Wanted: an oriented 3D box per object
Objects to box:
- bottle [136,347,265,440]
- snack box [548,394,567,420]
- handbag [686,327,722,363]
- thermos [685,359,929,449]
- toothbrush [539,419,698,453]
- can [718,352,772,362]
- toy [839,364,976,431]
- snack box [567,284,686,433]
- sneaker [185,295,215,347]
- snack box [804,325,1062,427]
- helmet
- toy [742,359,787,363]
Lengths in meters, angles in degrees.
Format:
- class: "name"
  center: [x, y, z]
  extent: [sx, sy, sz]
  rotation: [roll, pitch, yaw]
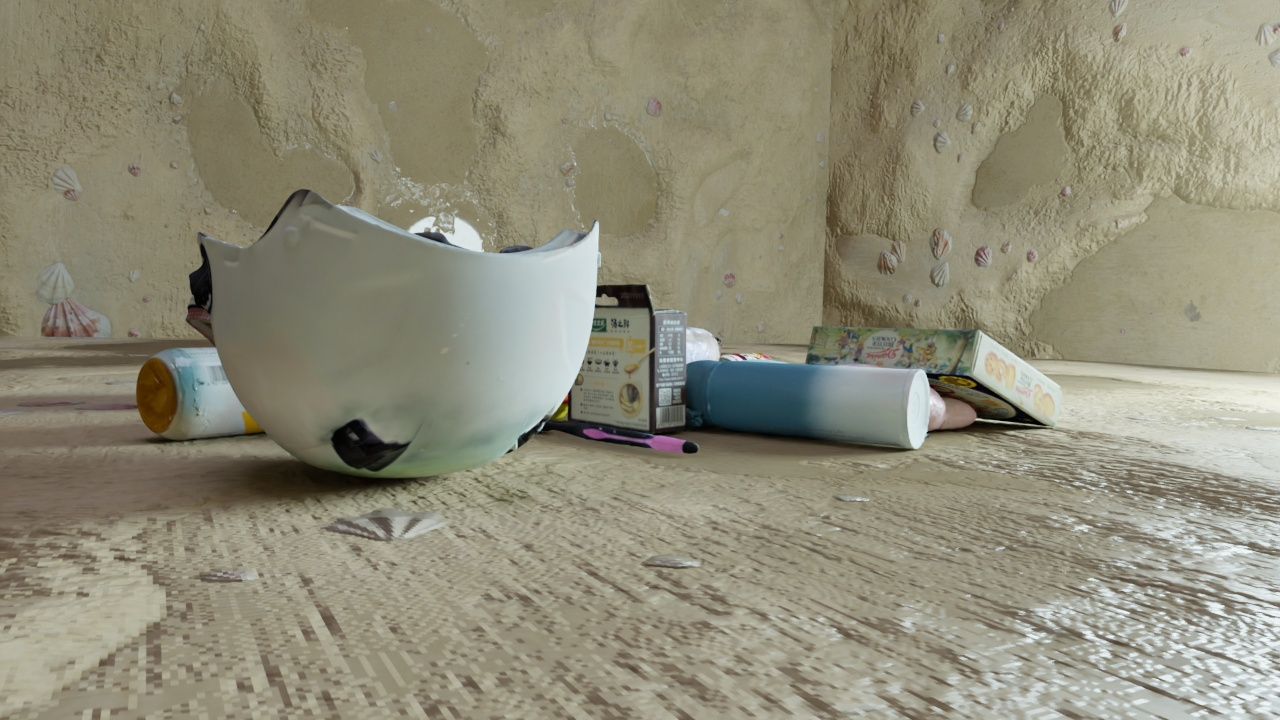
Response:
- class: "bottle"
  center: [-0.293, 0.023, 0.731]
  extent: [0.068, 0.068, 0.189]
  rotation: [4, 4, 36]
- class: "snack box"
  center: [-0.106, 0.015, 0.857]
  extent: [0.082, 0.080, 0.091]
  rotation: [3, 3, 18]
- class: "handbag"
  center: [-0.006, 0.006, 1.023]
  extent: [0.134, 0.075, 0.193]
  rotation: [-21, -7, 29]
- class: "thermos"
  center: [0.129, 0.035, 0.781]
  extent: [0.221, 0.070, 0.070]
  rotation: [2, 3, 32]
- class: "toothbrush"
  center: [-0.028, 0.058, 0.722]
  extent: [0.190, 0.014, 0.017]
  rotation: [5, -8, 40]
- class: "can"
  center: [0.128, 0.018, 1.171]
  extent: [0.053, 0.053, 0.132]
  rotation: [3, 3, 27]
- class: "toy"
  center: [0.235, 0.038, 0.847]
  extent: [0.159, 0.054, 0.121]
  rotation: [13, -3, -31]
- class: "snack box"
  center: [-0.016, -0.003, 0.810]
  extent: [0.053, 0.125, 0.113]
  rotation: [-2, 4, -45]
- class: "sneaker"
  center: [-0.377, 0.005, 0.905]
  extent: [0.118, 0.087, 0.241]
  rotation: [14, -17, 7]
- class: "snack box"
  center: [0.289, 0.015, 0.910]
  extent: [0.177, 0.045, 0.183]
  rotation: [23, -12, -40]
- class: "helmet"
  center: [-0.144, -0.002, 0.560]
  extent: [0.228, 0.146, 0.259]
  rotation: [1, -5, -42]
- class: "toy"
  center: [0.093, 0.029, 0.996]
  extent: [0.162, 0.050, 0.156]
  rotation: [-10, 2, 23]
